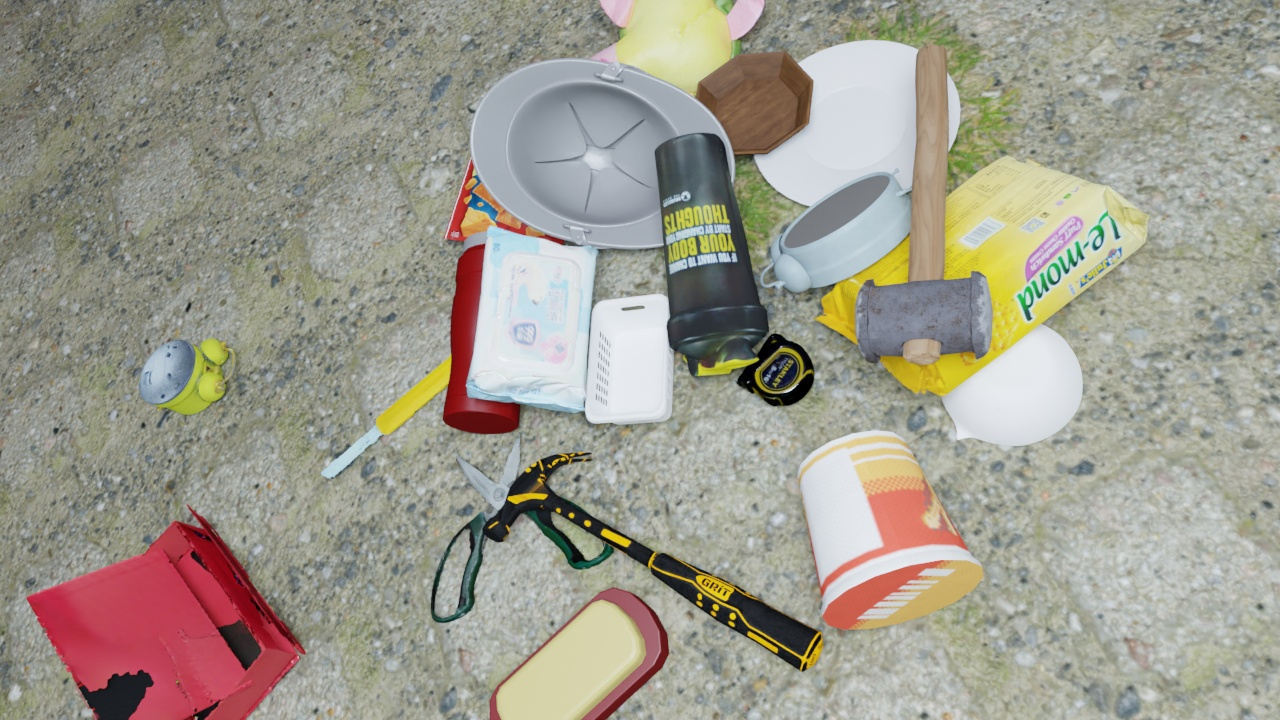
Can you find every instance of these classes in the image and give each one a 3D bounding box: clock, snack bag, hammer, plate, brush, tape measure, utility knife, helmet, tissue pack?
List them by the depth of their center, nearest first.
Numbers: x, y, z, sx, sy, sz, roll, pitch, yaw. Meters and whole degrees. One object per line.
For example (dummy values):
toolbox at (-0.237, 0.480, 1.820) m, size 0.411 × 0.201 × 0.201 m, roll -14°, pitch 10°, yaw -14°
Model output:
hammer at (0.237, -0.140, 0.752) m, size 0.098 × 0.052 × 0.327 m, roll -3°, pitch 58°, yaw 26°
snack bag at (0.282, -0.080, 0.784) m, size 0.247 × 0.068 × 0.159 m, roll -38°, pitch 33°, yaw 1°
brush at (-0.057, 0.275, 0.799) m, size 0.173 × 0.042 × 0.082 m, roll -42°, pitch 59°, yaw -1°
hammer at (0.015, 0.176, 0.813) m, size 0.321 × 0.036 × 0.123 m, roll 25°, pitch 53°, yaw 25°
clock at (0.179, -0.115, 0.848) m, size 0.159 × 0.045 × 0.122 m, roll -31°, pitch 18°, yaw 17°
tape measure at (0.131, 0.013, 0.852) m, size 0.061 × 0.034 × 0.061 m, roll 36°, pitch 83°, yaw 32°
tissue pack at (-0.102, -0.042, 0.884) m, size 0.112 × 0.070 × 0.181 m, roll 7°, pitch 70°, yaw -10°
plate at (0.219, -0.242, 0.944) m, size 0.209 × 0.015 × 0.208 m, roll -8°, pitch 64°, yaw 17°
plate at (0.119, -0.264, 0.963) m, size 0.131 × 0.025 × 0.131 m, roll -7°, pitch 68°, yaw 16°
helmet at (-0.037, -0.215, 0.975) m, size 0.271 × 0.117 × 0.183 m, roll 13°, pitch 100°, yaw 0°
utility knife at (-0.257, 0.051, 0.990) m, size 0.224 × 0.019 × 0.030 m, roll -39°, pitch 54°, yaw -5°
snack bag at (-0.140, -0.187, 1.041) m, size 0.144 × 0.039 × 0.130 m, roll 6°, pitch 69°, yaw 17°
clock at (-0.533, 0.018, 1.088) m, size 0.119 × 0.057 × 0.083 m, roll -18°, pitch 61°, yaw 13°

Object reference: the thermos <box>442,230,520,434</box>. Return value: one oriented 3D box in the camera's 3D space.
thermos at (-0.144, -0.031, 0.947) m, size 0.108 × 0.084 × 0.198 m, roll -6°, pitch 67°, yaw 19°

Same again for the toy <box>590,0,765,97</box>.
toy at (0.026, -0.344, 1.018) m, size 0.238 × 0.087 × 0.190 m, roll -35°, pitch 97°, yaw 15°

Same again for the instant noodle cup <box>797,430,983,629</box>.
instant noodle cup at (0.188, 0.132, 0.733) m, size 0.123 × 0.123 × 0.121 m, roll -21°, pitch 54°, yaw 11°

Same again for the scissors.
scissors at (-0.137, 0.177, 0.891) m, size 0.202 × 0.015 × 0.204 m, roll 34°, pitch 83°, yaw 29°

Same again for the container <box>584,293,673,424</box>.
container at (-0.005, 0.005, 0.897) m, size 0.081 × 0.049 × 0.129 m, roll -6°, pitch 65°, yaw 18°

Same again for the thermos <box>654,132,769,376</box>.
thermos at (0.062, -0.097, 0.867) m, size 0.098 × 0.098 × 0.220 m, roll -11°, pitch 80°, yaw 16°

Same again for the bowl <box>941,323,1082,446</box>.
bowl at (0.312, 0.011, 0.774) m, size 0.115 × 0.050 × 0.114 m, roll -8°, pitch 64°, yaw 17°

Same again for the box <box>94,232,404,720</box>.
box at (-0.390, 0.138, 0.883) m, size 0.214 × 0.170 × 0.480 m, roll 39°, pitch 122°, yaw 29°
